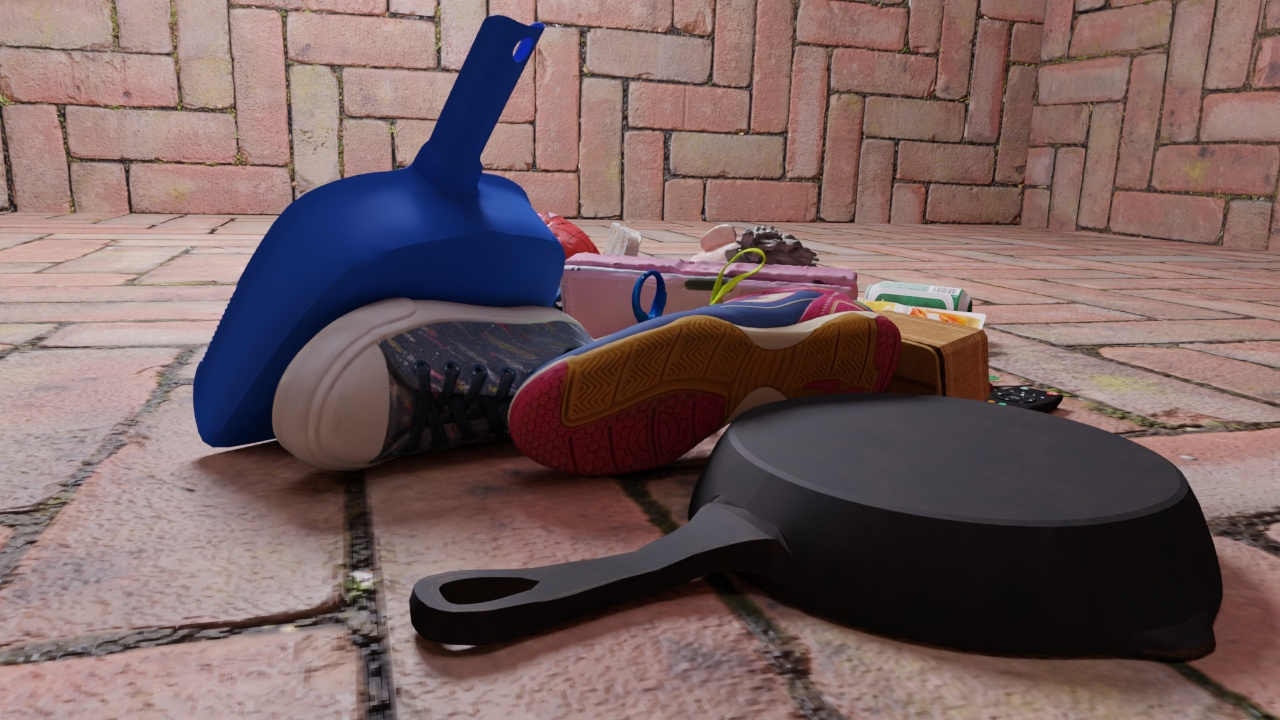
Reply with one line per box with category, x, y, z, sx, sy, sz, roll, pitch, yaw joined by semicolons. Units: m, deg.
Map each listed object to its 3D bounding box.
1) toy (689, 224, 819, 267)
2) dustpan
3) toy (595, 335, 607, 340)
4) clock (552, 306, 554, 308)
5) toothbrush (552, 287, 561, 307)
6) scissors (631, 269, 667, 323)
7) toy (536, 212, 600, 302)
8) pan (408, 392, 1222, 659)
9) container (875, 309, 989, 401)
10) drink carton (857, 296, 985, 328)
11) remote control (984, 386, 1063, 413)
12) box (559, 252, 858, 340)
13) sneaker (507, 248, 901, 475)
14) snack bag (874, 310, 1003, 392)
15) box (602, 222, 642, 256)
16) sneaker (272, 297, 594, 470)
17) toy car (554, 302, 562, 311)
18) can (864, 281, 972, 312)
toy;0.077;-0.050;0.773;0.176;0.133;0.076;-9;19;31
dustpan;-0.111;-0.074;0.532;0.244;0.258;0.059;-12;57;-49
toy;-0.004;0.004;0.660;0.094;0.041;0.095;-6;16;-17
clock;-0.117;-0.040;0.872;0.123;0.042;0.087;0;11;-36
toothbrush;-0.094;-0.037;0.805;0.021;0.016;0.132;3;31;18
scissors;0.010;-0.009;0.562;0.015;0.103;0.133;32;13;32
toy;-0.119;-0.102;0.985;0.147;0.098;0.216;44;-16;-34
pan;0.080;0.062;0.391;0.355;0.043;0.249;-5;13;-28
container;0.173;0.004;0.605;0.061;0.063;0.114;-19;20;-27
drink carton;0.263;-0.033;0.877;0.122;0.039;0.069;8;38;26
remote control;0.247;0.033;0.632;0.124;0.010;0.039;-9;16;-40
box;0.049;-0.030;0.713;0.233;0.098;0.046;7;20;17
sneaker;0.032;0.005;0.531;0.241;0.116;0.091;-9;33;-26
snack bag;0.228;0.000;0.740;0.087;0.044;0.155;9;15;-21
box;0.006;-0.087;1.017;0.107;0.095;0.216;25;8;-10
sneaker;-0.089;0.012;0.520;0.079;0.087;0.234;22;19;29
toy car;-0.033;-0.035;0.831;0.091;0.042;0.036;-1;15;-10
can;0.281;-0.051;0.931;0.101;0.053;0.053;9;14;27
